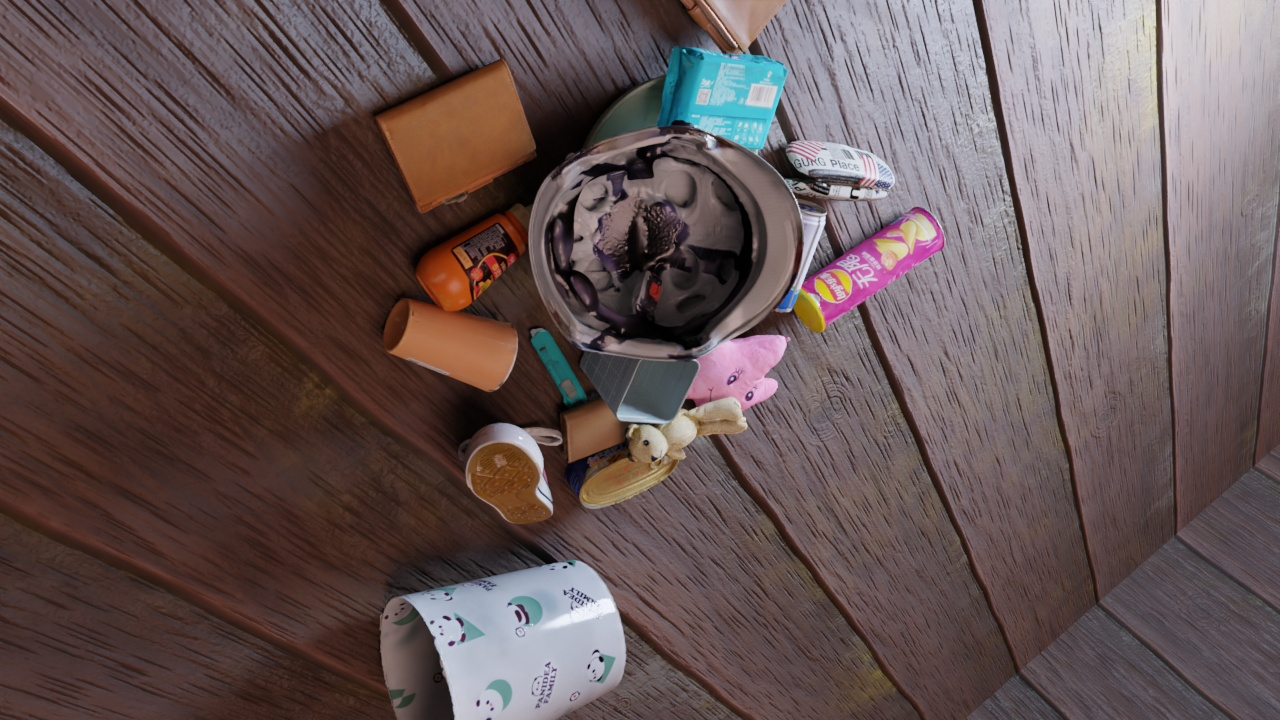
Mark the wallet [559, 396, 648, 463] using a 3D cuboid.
[{"bbox_3d":[-0.045,0.079,1.155,0.115,0.033,0.090,-22,140,-21],"label":"wallet"}]

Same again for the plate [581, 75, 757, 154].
[{"bbox_3d":[0.028,-0.204,1.004,0.229,0.027,0.231,-18,130,-23],"label":"plate"}]

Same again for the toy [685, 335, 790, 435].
[{"bbox_3d":[0.112,0.013,1.185,0.179,0.074,0.194,-35,137,9],"label":"toy"}]

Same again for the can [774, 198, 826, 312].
[{"bbox_3d":[0.187,-0.131,1.147,0.053,0.053,0.135,-3,123,-33],"label":"can"}]

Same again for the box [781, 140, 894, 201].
[{"bbox_3d":[0.241,-0.232,1.102,0.163,0.075,0.082,2,110,-32],"label":"box"}]

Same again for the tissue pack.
[{"bbox_3d":[0.080,-0.266,0.936,0.133,0.050,0.093,-5,125,-31],"label":"tissue pack"}]

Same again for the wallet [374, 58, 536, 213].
[{"bbox_3d":[-0.169,-0.209,0.865,0.131,0.031,0.108,-29,131,-12],"label":"wallet"}]

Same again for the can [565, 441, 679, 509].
[{"bbox_3d":[-0.024,0.140,1.210,0.148,0.049,0.075,-22,132,-19],"label":"can"}]

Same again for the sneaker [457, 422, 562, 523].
[{"bbox_3d":[-0.152,0.117,1.082,0.118,0.087,0.241,-11,152,0],"label":"sneaker"}]

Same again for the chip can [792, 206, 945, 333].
[{"bbox_3d":[0.301,-0.122,1.220,0.210,0.071,0.071,-34,135,-10],"label":"chip can"}]

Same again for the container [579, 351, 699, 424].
[{"bbox_3d":[-0.006,0.006,1.078,0.090,0.111,0.090,7,116,-38],"label":"container"}]

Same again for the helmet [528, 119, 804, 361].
[{"bbox_3d":[0.018,-0.121,0.917,0.258,0.146,0.229,-10,107,-4],"label":"helmet"}]

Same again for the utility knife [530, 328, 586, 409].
[{"bbox_3d":[-0.096,0.015,1.093,0.029,0.013,0.158,-34,135,-8],"label":"utility knife"}]

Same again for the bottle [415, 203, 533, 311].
[{"bbox_3d":[-0.154,-0.113,0.930,0.149,0.067,0.067,-39,136,-13],"label":"bottle"}]

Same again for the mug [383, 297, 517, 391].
[{"bbox_3d":[-0.200,-0.019,0.958,0.122,0.078,0.078,19,110,-36],"label":"mug"}]

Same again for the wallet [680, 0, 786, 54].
[{"bbox_3d":[0.086,-0.374,0.910,0.119,0.035,0.130,-48,133,6],"label":"wallet"}]

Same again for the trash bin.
[{"bbox_3d":[-0.171,0.377,1.175,0.251,0.229,0.230,-9,127,-35],"label":"trash bin"}]

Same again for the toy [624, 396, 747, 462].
[{"bbox_3d":[0.057,0.089,1.154,0.157,0.066,0.105,-16,130,-7],"label":"toy"}]
